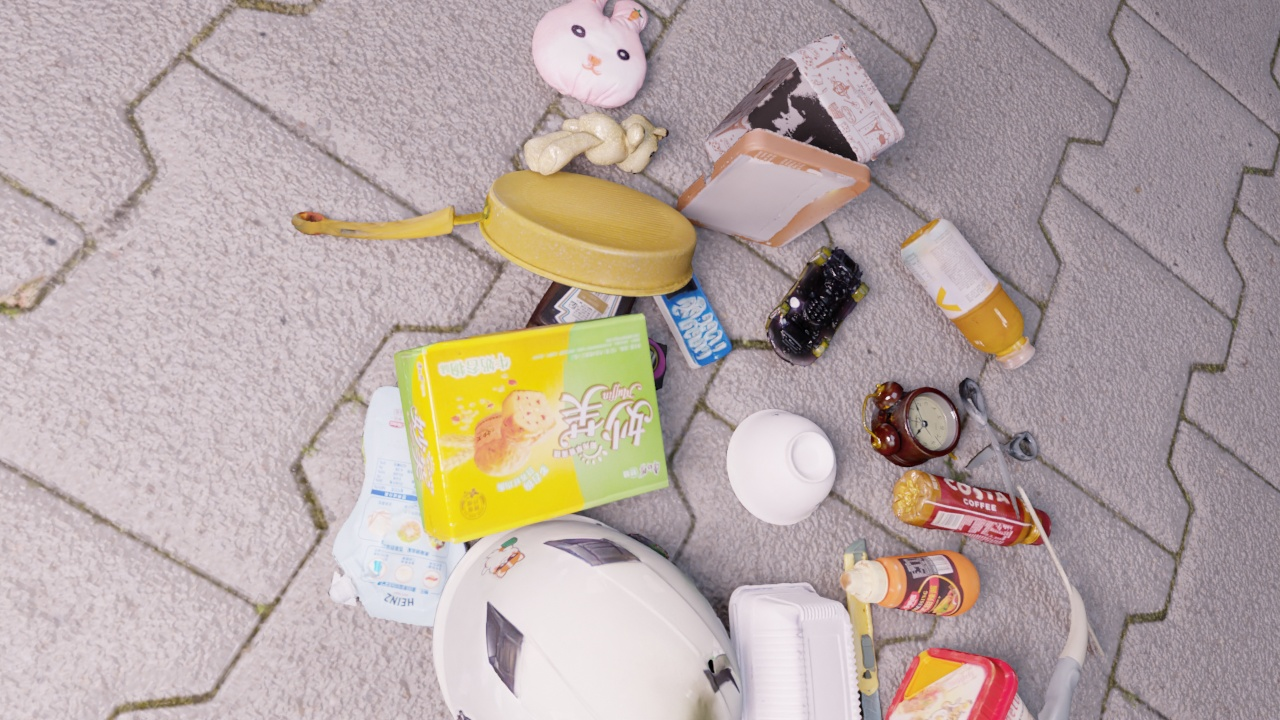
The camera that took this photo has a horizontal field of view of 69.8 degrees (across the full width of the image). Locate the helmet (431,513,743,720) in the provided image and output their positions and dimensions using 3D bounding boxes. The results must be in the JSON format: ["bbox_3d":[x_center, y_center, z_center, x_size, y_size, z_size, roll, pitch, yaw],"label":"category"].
[{"bbox_3d":[-0.024,0.249,0.730,0.229,0.157,0.274,-43,102,-27],"label":"helmet"}]

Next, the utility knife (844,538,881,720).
[{"bbox_3d":[0.223,0.287,0.913,0.031,0.022,0.216,2,79,-17],"label":"utility knife"}]

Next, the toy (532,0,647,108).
[{"bbox_3d":[-0.047,-0.333,0.952,0.121,0.054,0.159,22,61,-16],"label":"toy"}]

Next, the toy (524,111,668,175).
[{"bbox_3d":[-0.043,-0.207,0.891,0.156,0.105,0.066,-21,111,-42],"label":"toy"}]

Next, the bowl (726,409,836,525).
[{"bbox_3d":[0.151,0.100,0.904,0.118,0.065,0.118,6,73,-20],"label":"bowl"}]

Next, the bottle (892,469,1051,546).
[{"bbox_3d":[0.354,0.161,0.974,0.174,0.058,0.057,16,70,-18],"label":"bottle"}]

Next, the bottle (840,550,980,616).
[{"bbox_3d":[0.264,0.221,0.913,0.149,0.067,0.066,7,73,-23],"label":"bottle"}]

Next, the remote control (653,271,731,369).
[{"bbox_3d":[0.044,-0.053,0.925,0.049,0.024,0.125,-25,87,-26],"label":"remote control"}]

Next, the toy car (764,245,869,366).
[{"bbox_3d":[0.184,-0.058,0.973,0.070,0.042,0.157,43,63,-6],"label":"toy car"}]

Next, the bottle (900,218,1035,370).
[{"bbox_3d":[0.374,-0.072,1.040,0.067,0.068,0.189,-41,93,-26],"label":"bottle"}]

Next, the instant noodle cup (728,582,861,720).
[{"bbox_3d":[0.147,0.290,0.827,0.137,0.060,0.173,12,71,-45],"label":"instant noodle cup"}]

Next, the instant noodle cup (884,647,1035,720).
[{"bbox_3d":[0.320,0.357,0.883,0.124,0.117,0.116,47,63,-18],"label":"instant noodle cup"}]

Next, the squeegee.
[{"bbox_3d":[0.409,0.287,0.888,0.246,0.039,0.245,58,42,-19],"label":"squeegee"}]

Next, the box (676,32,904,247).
[{"bbox_3d":[0.131,-0.193,0.915,0.174,0.183,0.152,-33,89,-30],"label":"box"}]

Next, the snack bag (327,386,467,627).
[{"bbox_3d":[-0.192,0.122,0.774,0.110,0.039,0.190,17,72,-25],"label":"snack bag"}]

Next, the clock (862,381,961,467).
[{"bbox_3d":[0.282,0.067,0.971,0.122,0.055,0.082,15,71,-21],"label":"clock"}]

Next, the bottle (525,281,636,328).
[{"bbox_3d":[-0.073,-0.014,0.856,0.080,0.044,0.194,33,67,-8],"label":"bottle"}]

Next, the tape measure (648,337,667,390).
[{"bbox_3d":[-0.005,0.005,0.881,0.057,0.039,0.057,14,71,-24],"label":"tape measure"}]

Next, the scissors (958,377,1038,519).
[{"bbox_3d":[0.384,0.091,0.997,0.179,0.014,0.159,-9,63,-47],"label":"scissors"}]

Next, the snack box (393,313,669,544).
[{"bbox_3d":[-0.087,0.051,0.774,0.209,0.070,0.157,-10,93,-31],"label":"snack box"}]

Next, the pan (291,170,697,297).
[{"bbox_3d":[-0.125,-0.118,0.822,0.357,0.197,0.078,11,117,-11],"label":"pan"}]
